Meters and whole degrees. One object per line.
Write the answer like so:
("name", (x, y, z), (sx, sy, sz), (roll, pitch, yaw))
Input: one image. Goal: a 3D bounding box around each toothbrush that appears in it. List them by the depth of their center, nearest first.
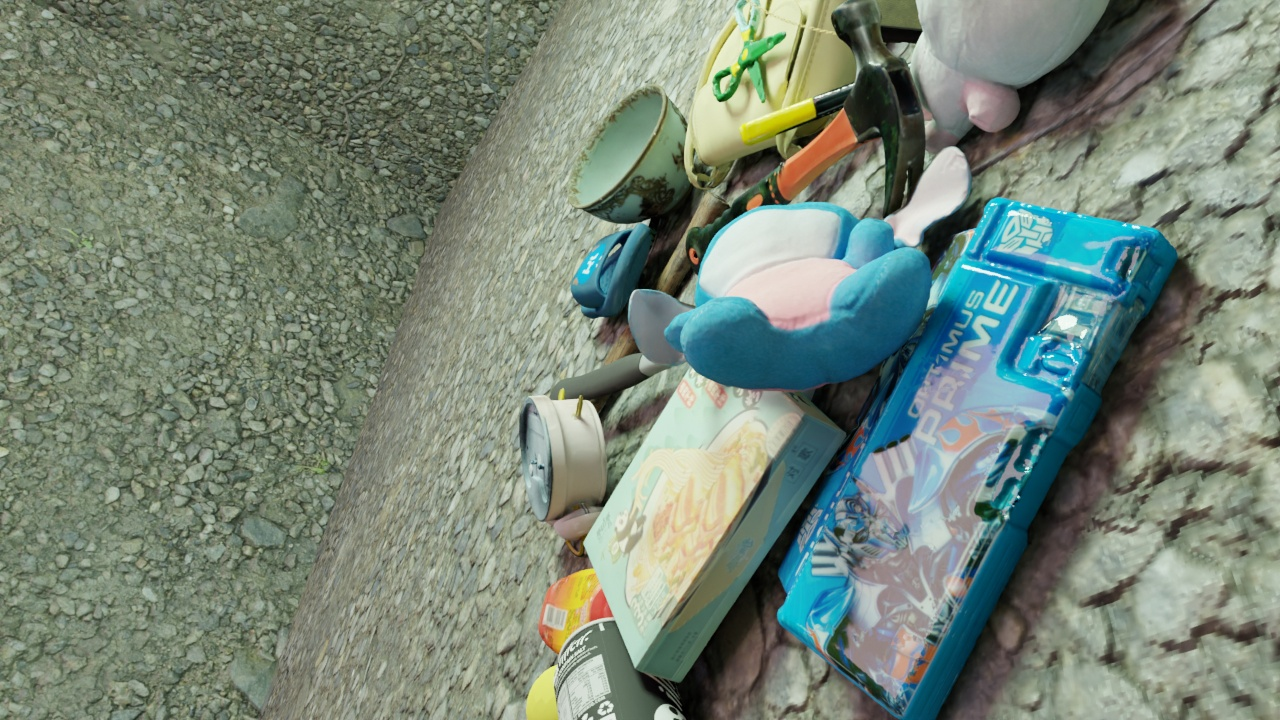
("toothbrush", (0.015, -0.153, 1.059), (0.017, 0.014, 0.187), (-13, 54, 49))

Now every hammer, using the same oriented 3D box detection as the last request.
("hammer", (0.108, -0.133, 0.719), (0.133, 0.033, 0.334), (68, 158, 4))
("hammer", (-0.005, 0.005, 0.856), (0.312, 0.029, 0.124), (-21, 52, 54))
("hammer", (-0.004, -0.022, 0.939), (0.331, 0.033, 0.120), (-58, 26, 17))

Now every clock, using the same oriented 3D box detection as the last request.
("clock", (-0.072, 0.108, 0.863), (0.117, 0.058, 0.158), (-171, 76, -70))

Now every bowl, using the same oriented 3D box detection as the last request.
("bowl", (0.004, -0.213, 1.021), (0.160, 0.094, 0.159), (-36, 37, 32))

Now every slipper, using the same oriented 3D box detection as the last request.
("slipper", (-0.036, -0.098, 1.000), (0.103, 0.059, 0.214), (-64, 9, -9))

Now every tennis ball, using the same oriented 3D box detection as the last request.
("tennis ball", (-0.052, 0.258, 0.680), (0.065, 0.065, 0.065), (-51, 25, 34))

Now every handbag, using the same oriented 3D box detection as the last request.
("handbag", (0.154, -0.284, 0.699), (0.178, 0.027, 0.084), (18, 81, 26))
("handbag", (0.118, -0.258, 0.828), (0.233, 0.088, 0.190), (4, 74, 68))

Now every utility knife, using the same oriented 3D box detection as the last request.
("utility knife", (0.152, -0.199, 0.697), (0.175, 0.020, 0.028), (-14, 9, 38))

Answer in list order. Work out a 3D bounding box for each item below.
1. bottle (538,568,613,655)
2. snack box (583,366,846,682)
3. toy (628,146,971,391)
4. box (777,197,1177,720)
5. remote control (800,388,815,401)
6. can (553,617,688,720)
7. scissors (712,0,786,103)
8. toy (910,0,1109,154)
("bottle", (-0.033, 0.200, 0.724), (0.134, 0.048, 0.071), (-28, 42, 58))
("snack box", (0.040, 0.091, 0.612), (0.194, 0.044, 0.141), (-60, 26, 12))
("toy", (0.099, -0.043, 0.529), (0.224, 0.099, 0.191), (-23, 14, 8))
("box", (0.141, 0.034, 0.477), (0.243, 0.060, 0.175), (-63, 20, 2))
("remote control", (0.117, -0.011, 0.635), (0.133, 0.022, 0.050), (-67, 22, -6))
("can", (-0.009, 0.236, 0.579), (0.080, 0.080, 0.146), (-60, 21, 14))
("scissors", (0.094, -0.267, 0.781), (0.127, 0.011, 0.123), (-178, 94, -68))
("toy", (0.207, -0.207, 0.550), (0.180, 0.101, 0.138), (103, 160, -51))
